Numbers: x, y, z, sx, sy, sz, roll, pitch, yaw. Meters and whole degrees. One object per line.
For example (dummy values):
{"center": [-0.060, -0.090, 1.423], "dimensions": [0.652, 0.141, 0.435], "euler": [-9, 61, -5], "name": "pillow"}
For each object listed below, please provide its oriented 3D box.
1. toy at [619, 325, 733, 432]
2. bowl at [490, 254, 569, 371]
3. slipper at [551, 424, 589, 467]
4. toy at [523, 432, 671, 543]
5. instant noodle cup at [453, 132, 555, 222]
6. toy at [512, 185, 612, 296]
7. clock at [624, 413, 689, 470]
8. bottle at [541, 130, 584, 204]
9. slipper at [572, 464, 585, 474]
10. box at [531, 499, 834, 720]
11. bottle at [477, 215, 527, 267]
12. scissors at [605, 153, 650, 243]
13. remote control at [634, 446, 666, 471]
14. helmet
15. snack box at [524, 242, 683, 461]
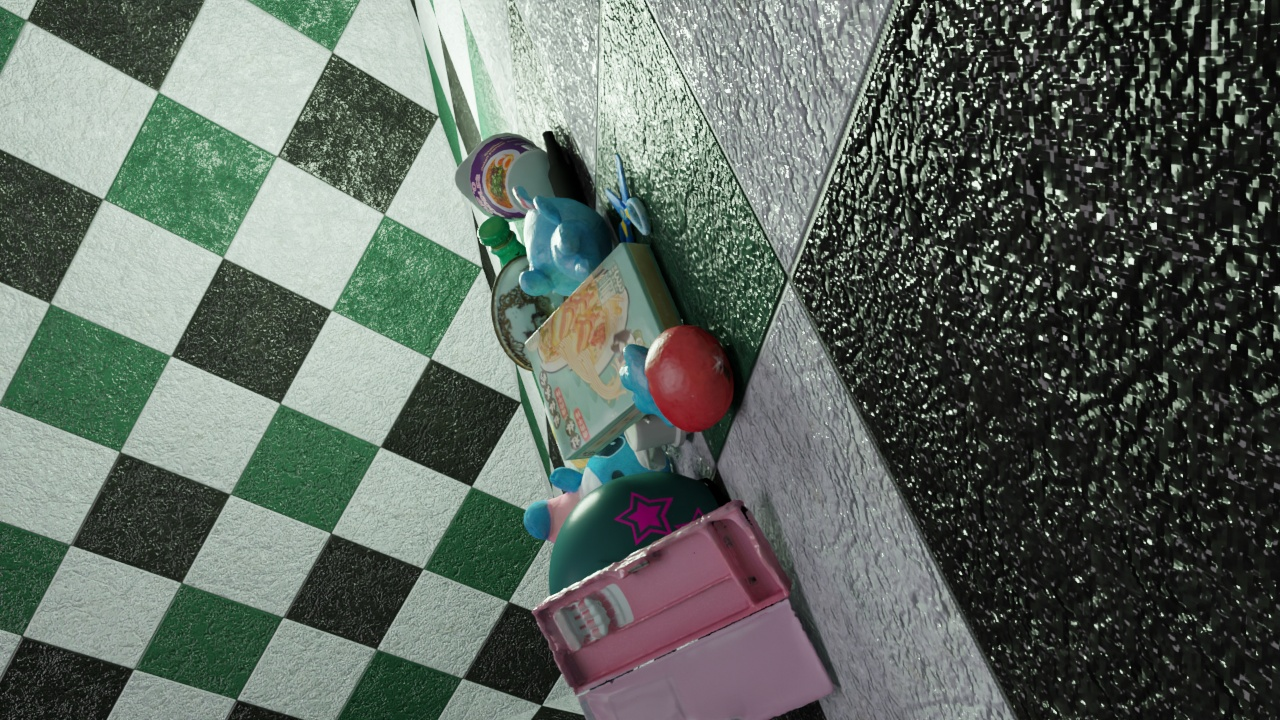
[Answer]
{"center": [0.030, 0.018, 0.786], "dimensions": [0.133, 0.062, 0.092], "euler": [-11, 98, 56], "name": "toy"}
{"center": [-0.108, -0.067, 1.208], "dimensions": [0.094, 0.159, 0.160], "euler": [-5, 106, 37], "name": "bowl"}
{"center": [-0.063, 0.074, 1.280], "dimensions": [0.099, 0.078, 0.263], "euler": [59, -170, -8], "name": "slipper"}
{"center": [-0.032, 0.186, 1.115], "dimensions": [0.224, 0.192, 0.098], "euler": [49, -164, 14], "name": "toy"}
{"center": [-0.163, -0.237, 1.211], "dimensions": [0.122, 0.136, 0.122], "euler": [28, 121, 60], "name": "instant noodle cup"}
{"center": [-0.081, -0.111, 0.999], "dimensions": [0.183, 0.115, 0.180], "euler": [50, -174, -16], "name": "toy"}
{"center": [0.004, 0.030, 0.989], "dimensions": [0.120, 0.061, 0.159], "euler": [89, 164, -46], "name": "clock"}
{"center": [-0.096, -0.225, 1.129], "dimensions": [0.033, 0.033, 0.123], "euler": [125, 127, -76], "name": "bottle"}
{"center": [-0.046, 0.217, 1.384], "dimensions": [0.276, 0.070, 0.115], "euler": [68, -162, 7], "name": "slipper"}
{"center": [0.032, 0.247, 0.803], "dimensions": [0.179, 0.233, 0.040], "euler": [63, -159, 9], "name": "box"}
{"center": [-0.154, -0.118, 1.290], "dimensions": [0.210, 0.068, 0.068], "euler": [53, -175, -44], "name": "bottle"}
{"center": [-0.014, -0.146, 0.915], "dimensions": [0.126, 0.013, 0.125], "euler": [-131, 24, -52], "name": "scissors"}
{"center": [-0.007, 0.066, 1.067], "dimensions": [0.050, 0.022, 0.133], "euler": [29, -149, -60], "name": "remote control"}
{"center": [0.009, 0.254, 0.930], "dimensions": [0.177, 0.200, 0.274], "euler": [132, 120, -77], "name": "helmet"}
{"center": [-0.034, -0.004, 0.917], "dimensions": [0.194, 0.044, 0.141], "euler": [-40, 62, 40], "name": "snack box"}
